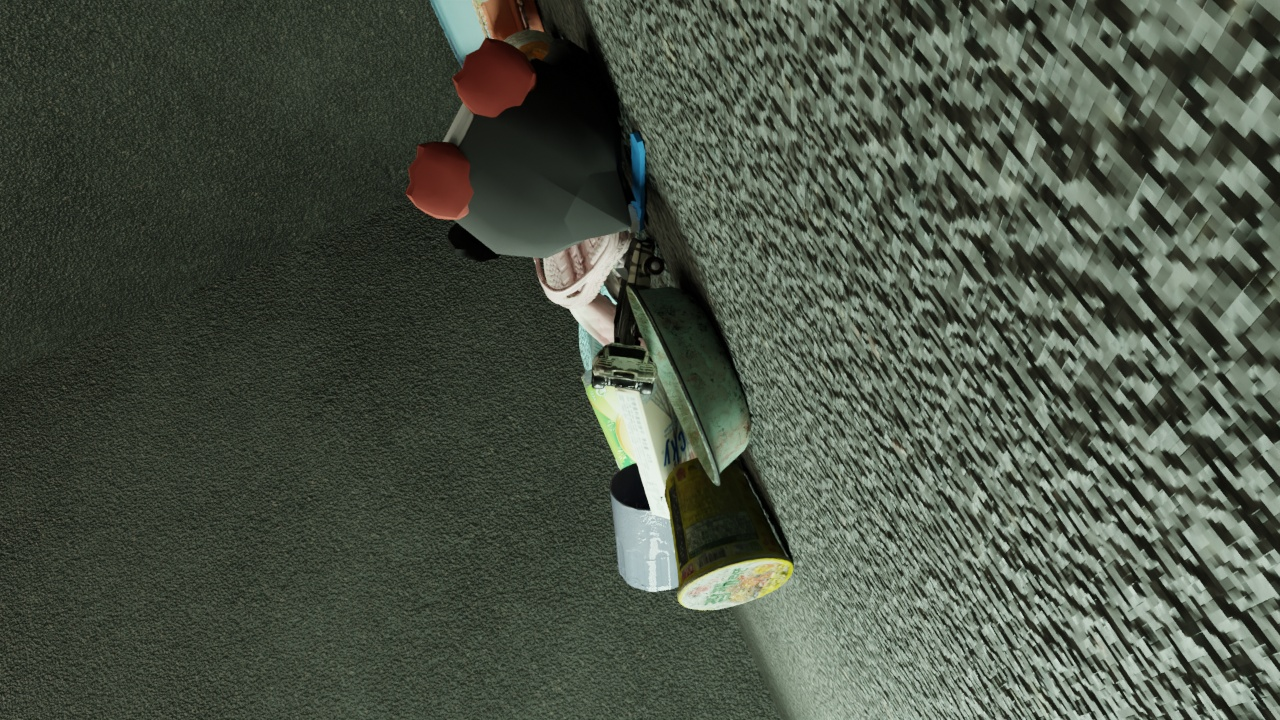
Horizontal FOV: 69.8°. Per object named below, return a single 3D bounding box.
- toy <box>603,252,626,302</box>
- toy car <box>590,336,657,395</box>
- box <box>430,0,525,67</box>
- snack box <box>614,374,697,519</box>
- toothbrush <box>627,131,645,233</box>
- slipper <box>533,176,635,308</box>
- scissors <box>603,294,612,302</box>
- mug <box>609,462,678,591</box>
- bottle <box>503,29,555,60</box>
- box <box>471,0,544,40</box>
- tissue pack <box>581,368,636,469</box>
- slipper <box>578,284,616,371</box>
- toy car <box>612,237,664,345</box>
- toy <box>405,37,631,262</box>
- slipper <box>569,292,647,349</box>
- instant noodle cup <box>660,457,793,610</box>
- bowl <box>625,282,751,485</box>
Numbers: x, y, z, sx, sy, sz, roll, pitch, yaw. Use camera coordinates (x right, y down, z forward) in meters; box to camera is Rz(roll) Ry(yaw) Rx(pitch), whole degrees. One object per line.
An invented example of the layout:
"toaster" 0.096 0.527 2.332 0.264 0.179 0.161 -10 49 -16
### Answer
"toy" -0.018 -0.081 0.952 0.076 0.037 0.125 60 179 26
"toy car" -0.013 0.004 0.695 0.113 0.048 0.040 160 118 -87
"box" -0.180 -0.417 0.946 0.140 0.062 0.214 -3 116 50
"snack box" 0.025 0.062 0.826 0.026 0.081 0.150 9 130 33
"toothbrush" -0.005 -0.121 0.643 0.167 0.014 0.016 89 157 -81
"slipper" -0.069 -0.107 0.829 0.240 0.064 0.094 147 107 -69
"scissors" -0.049 -0.068 1.028 0.113 0.013 0.140 36 177 31
"mug" 0.017 0.156 0.934 0.123 0.084 0.104 -76 -16 -61
"bottle" -0.089 -0.239 0.754 0.109 0.063 0.063 -126 12 -72
"box" -0.111 -0.286 0.837 0.187 0.055 0.076 73 -155 -57
"tissue pack" 0.012 0.094 1.147 0.198 0.120 0.141 61 180 -14
"slipper" -0.044 -0.071 1.188 0.277 0.069 0.116 95 158 -54
"toy car" -0.007 -0.053 0.735 0.040 0.037 0.092 -118 38 -73
"toy" -0.066 -0.143 0.663 0.140 0.159 0.184 30 -166 -7
"slipper" -0.005 0.005 0.932 0.221 0.055 0.107 47 167 23
"instant noodle cup" 0.066 0.143 0.778 0.102 0.102 0.108 70 -176 -57
"bowl" 0.039 0.010 0.656 0.157 0.038 0.157 154 92 -87
